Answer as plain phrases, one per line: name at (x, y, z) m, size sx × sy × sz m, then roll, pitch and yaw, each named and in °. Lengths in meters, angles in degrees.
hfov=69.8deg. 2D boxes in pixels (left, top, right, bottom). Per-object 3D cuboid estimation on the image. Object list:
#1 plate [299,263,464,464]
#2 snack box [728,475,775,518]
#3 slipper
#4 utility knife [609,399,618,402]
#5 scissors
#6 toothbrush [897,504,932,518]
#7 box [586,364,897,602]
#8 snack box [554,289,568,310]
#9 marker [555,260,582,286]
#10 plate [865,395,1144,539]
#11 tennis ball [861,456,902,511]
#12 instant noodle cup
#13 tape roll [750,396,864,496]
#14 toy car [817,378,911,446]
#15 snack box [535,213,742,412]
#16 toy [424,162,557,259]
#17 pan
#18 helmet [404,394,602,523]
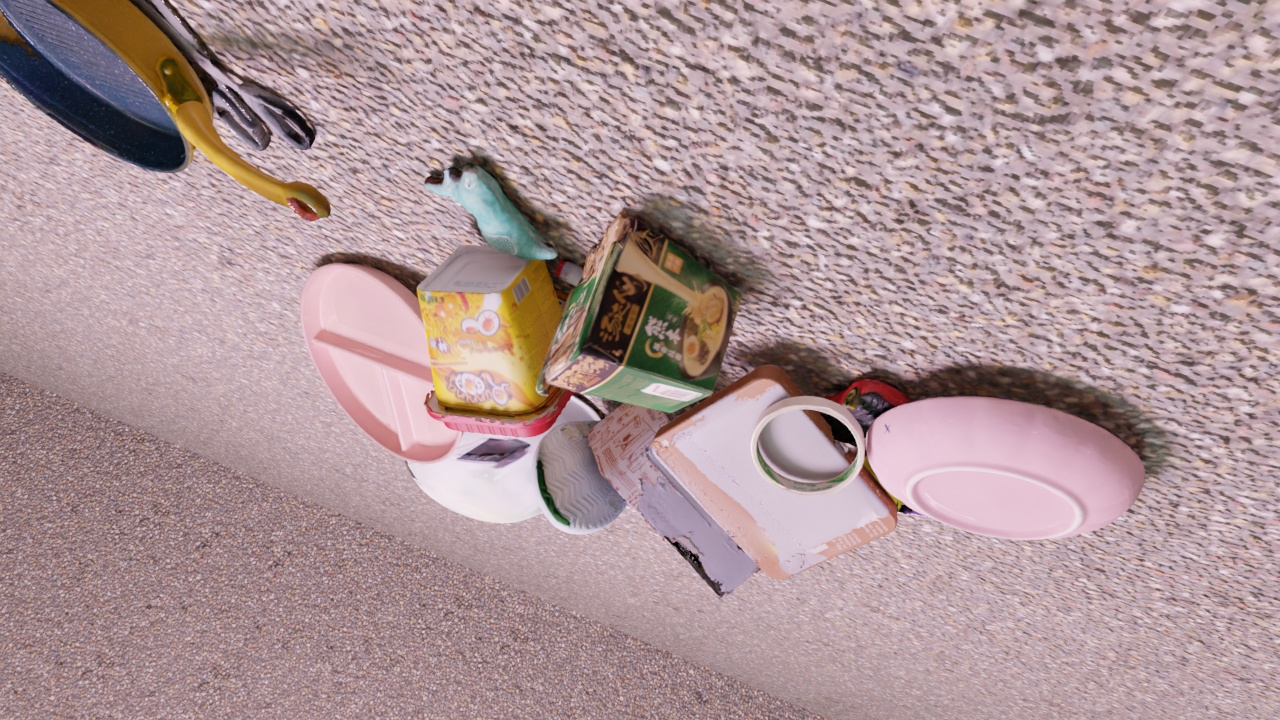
plate at (-0.259, 0.003, 0.934) m, size 0.230 × 0.028 × 0.230 m, roll 22°, pitch 131°, yaw 28°
snack box at (0.119, 0.151, 1.031) m, size 0.085 × 0.026 × 0.157 m, roll 3°, pitch 151°, yaw 39°
slipper at (-0.055, 0.115, 0.925) m, size 0.104 × 0.074 × 0.245 m, roll 57°, pitch -164°, yaw 6°
utility knife at (-0.005, 0.005, 0.833) m, size 0.033 × 0.015 × 0.224 m, roll 26°, pitch 160°, yaw -6°
scissors at (-0.307, -0.207, 0.652) m, size 0.164 × 0.014 × 0.165 m, roll 29°, pitch 156°, yaw -12°
toothbrush at (0.225, 0.143, 0.930) m, size 0.189 × 0.014 × 0.017 m, roll 4°, pitch 139°, yaw 39°
box at (0.069, 0.110, 0.803) m, size 0.179 × 0.135 × 0.270 m, roll 49°, pitch 150°, yaw -16°
snack box at (-0.087, -0.040, 0.800) m, size 0.153 × 0.026 × 0.075 m, roll 25°, pitch 157°, yaw -5°
marker at (0.002, -0.043, 0.719) m, size 0.145 × 0.017 × 0.017 m, roll 24°, pitch 158°, yaw -3°
plate at (0.259, 0.090, 0.672) m, size 0.192 × 0.039 × 0.193 m, roll 15°, pitch 153°, yaw 8°
tennis ball at (0.203, 0.118, 0.827) m, size 0.065 × 0.065 × 0.065 m, roll 20°, pitch 158°, yaw 8°
instant noodle cup at (-0.112, -0.019, 0.721) m, size 0.116 × 0.115 × 0.124 m, roll 4°, pitch 125°, yaw 20°
tape roll at (0.127, 0.066, 0.700) m, size 0.086 × 0.013 × 0.086 m, roll 6°, pitch 121°, yaw 11°
toy car at (0.170, 0.041, 0.727) m, size 0.049 × 0.031 × 0.106 m, roll 28°, pitch 156°, yaw -9°
snack box at (0.002, -0.020, 0.647) m, size 0.105 × 0.117 × 0.118 m, roll 23°, pitch 161°, yaw -12°
toy at (-0.113, -0.110, 0.665) m, size 0.097 × 0.030 × 0.092 m, roll 16°, pitch 153°, yaw 36°
pan at (-0.343, -0.179, 0.636) m, size 0.358 × 0.078 × 0.198 m, roll 20°, pitch 156°, yaw 17°
helmet at (-0.174, 0.106, 1.056) m, size 0.259 × 0.145 × 0.229 m, roll 1°, pitch 150°, yaw 42°
